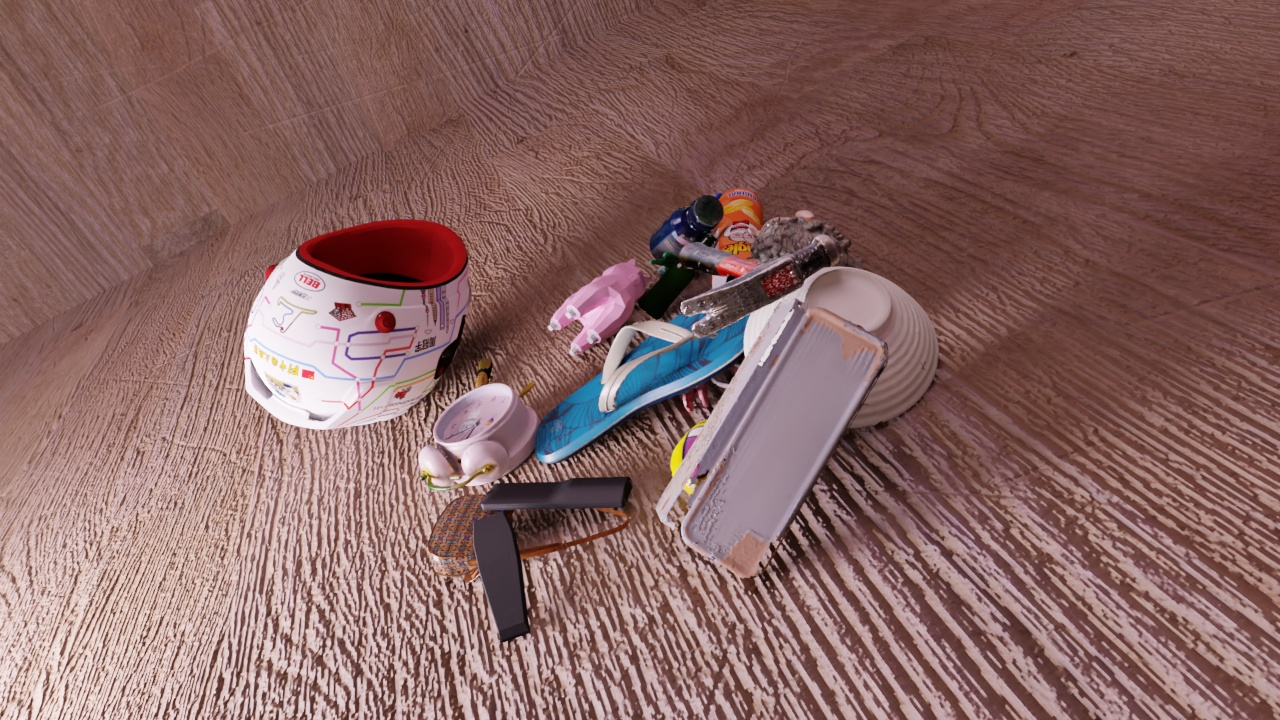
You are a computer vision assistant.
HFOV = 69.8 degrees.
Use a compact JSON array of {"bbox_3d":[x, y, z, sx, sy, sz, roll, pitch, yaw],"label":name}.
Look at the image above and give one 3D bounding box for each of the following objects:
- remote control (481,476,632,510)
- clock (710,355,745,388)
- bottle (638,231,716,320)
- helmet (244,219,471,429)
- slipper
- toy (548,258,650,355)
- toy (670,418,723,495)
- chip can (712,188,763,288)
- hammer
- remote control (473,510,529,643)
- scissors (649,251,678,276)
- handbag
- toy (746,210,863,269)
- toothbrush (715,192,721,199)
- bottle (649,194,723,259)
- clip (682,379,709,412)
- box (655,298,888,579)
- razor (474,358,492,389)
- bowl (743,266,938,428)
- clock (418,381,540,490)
[{"bbox_3d":[-0.080,0.125,0.875,0.140,0.021,0.045,-4,18,12],"label":"remote control"},{"bbox_3d":[0.139,-0.022,0.931,0.156,0.062,0.110,-40,31,-11],"label":"clock"},{"bbox_3d":[0.048,-0.105,1.119,0.123,0.033,0.033,-50,28,10],"label":"bottle"},{"bbox_3d":[-0.357,-0.038,1.186,0.231,0.236,0.313,23,27,15],"label":"helmet"},{"bbox_3d":[-0.006,0.006,0.943,0.295,0.060,0.118,-33,28,18],"label":"slipper"},{"bbox_3d":[-0.039,-0.076,1.139,0.157,0.067,0.124,-44,8,-30],"label":"toy"},{"bbox_3d":[0.072,0.087,0.831,0.096,0.041,0.094,4,46,41],"label":"toy"},{"bbox_3d":[0.122,-0.143,1.137,0.062,0.062,0.209,-17,31,17],"label":"chip can"},{"bbox_3d":[0.082,-0.092,0.940,0.140,0.036,0.326,-29,14,-3],"label":"hammer"},{"bbox_3d":[-0.123,0.188,0.812,0.039,0.010,0.124,-20,50,-2],"label":"remote control"},{"bbox_3d":[0.033,-0.122,1.159,0.078,0.013,0.131,-23,-7,31],"label":"scissors"},{"bbox_3d":[-0.102,0.163,0.871,0.196,0.043,0.093,-8,30,15],"label":"handbag"},{"bbox_3d":[0.183,-0.131,1.040,0.175,0.132,0.076,-102,33,-76],"label":"toy"},{"bbox_3d":[0.075,-0.192,1.312,0.017,0.011,0.186,-1,35,38],"label":"toothbrush"},{"bbox_3d":[0.059,-0.167,1.173,0.056,0.056,0.161,-38,3,-20],"label":"bottle"},{"bbox_3d":[0.064,0.029,0.951,0.039,0.023,0.059,-23,27,14],"label":"clip"},{"bbox_3d":[0.103,0.059,0.752,0.121,0.094,0.217,31,91,21],"label":"box"},{"bbox_3d":[-0.201,0.038,1.152,0.044,0.021,0.144,-6,32,1],"label":"razor"},{"bbox_3d":[0.182,-0.033,0.822,0.177,0.071,0.177,-3,57,4],"label":"bowl"},{"bbox_3d":[-0.179,0.090,1.011,0.117,0.059,0.157,-8,35,31],"label":"clock"}]
